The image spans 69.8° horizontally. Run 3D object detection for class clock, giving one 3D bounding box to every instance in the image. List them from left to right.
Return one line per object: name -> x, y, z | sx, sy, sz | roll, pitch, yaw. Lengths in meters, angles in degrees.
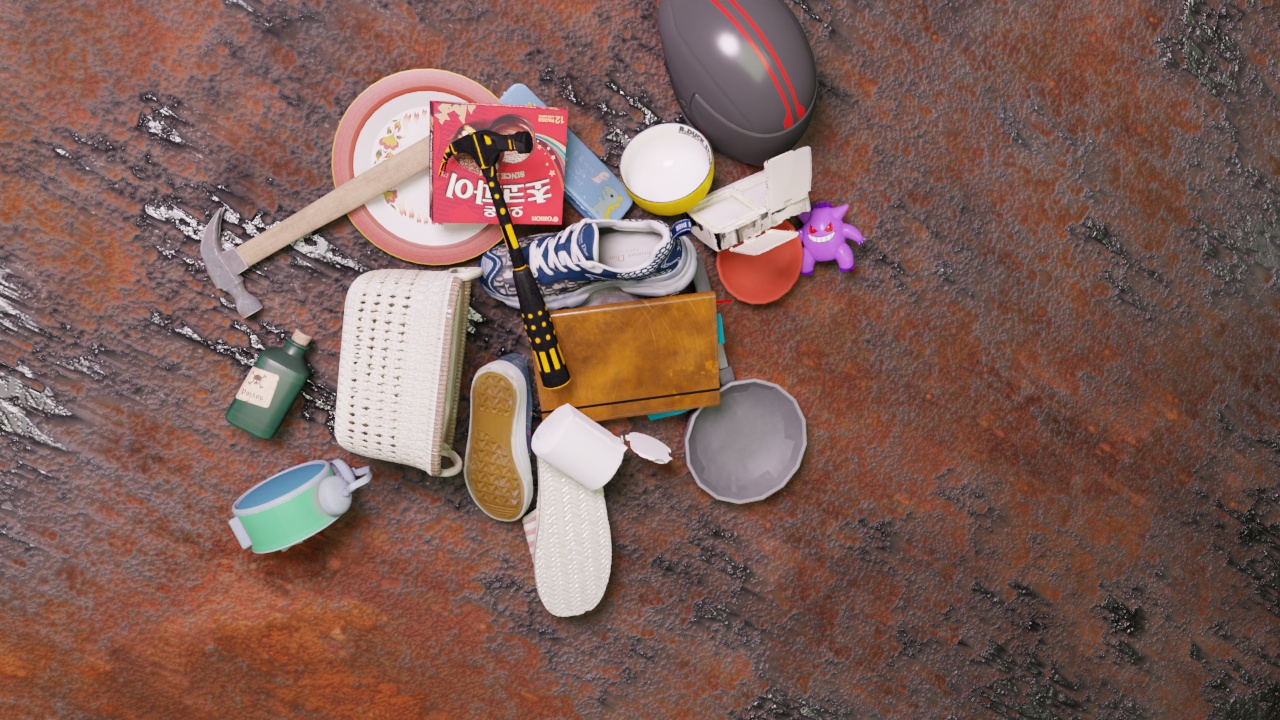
clock -> -0.399, 0.170, 1.102 | 0.161, 0.122, 0.075 | -22, 106, -5

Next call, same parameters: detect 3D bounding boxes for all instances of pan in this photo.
pan -> 0.117, 0.026, 1.250 | 0.178, 0.041, 0.357 | -19, 106, -10

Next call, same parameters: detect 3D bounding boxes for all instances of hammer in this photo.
hammer -> -0.358, -0.179, 1.067 | 0.331, 0.030, 0.119 | -29, 107, 2
hammer -> -0.141, -0.107, 1.055 | 0.123, 0.036, 0.321 | -1, 120, 25

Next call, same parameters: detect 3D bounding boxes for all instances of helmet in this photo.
helmet -> 0.123, -0.351, 1.102 | 0.164, 0.170, 0.265 | -39, 108, -4

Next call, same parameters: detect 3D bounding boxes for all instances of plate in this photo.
plate -> -0.248, -0.229, 1.096 | 0.229, 0.021, 0.230 | -3, 110, -8

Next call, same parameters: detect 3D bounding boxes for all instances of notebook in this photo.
notebook -> -0.009, 0.006, 1.166 | 0.249, 0.014, 0.179 | -7, 120, -3

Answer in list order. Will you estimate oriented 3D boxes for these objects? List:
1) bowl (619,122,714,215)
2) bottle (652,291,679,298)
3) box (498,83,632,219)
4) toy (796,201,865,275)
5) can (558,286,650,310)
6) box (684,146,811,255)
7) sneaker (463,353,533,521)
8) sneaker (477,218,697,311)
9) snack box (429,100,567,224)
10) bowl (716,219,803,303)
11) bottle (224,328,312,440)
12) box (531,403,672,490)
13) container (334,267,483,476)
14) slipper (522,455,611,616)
bowl -> 0.037, -0.230, 1.149 | 0.117, 0.068, 0.117 | -5, 67, 11
bottle -> 0.033, -0.089, 1.205 | 0.036, 0.036, 0.110 | -11, 105, -12
box -> -0.094, -0.250, 1.131 | 0.209, 0.049, 0.066 | 44, 85, -19
toy -> 0.248, -0.167, 1.235 | 0.106, 0.055, 0.088 | -3, 112, 21
can -> -0.044, -0.045, 1.191 | 0.130, 0.044, 0.130 | -3, 103, -14
box -> 0.144, -0.201, 1.133 | 0.145, 0.186, 0.095 | -27, 108, -15
sneaker -> -0.176, 0.096, 1.177 | 0.087, 0.079, 0.236 | 8, 119, 9
sneaker -> -0.068, -0.128, 1.090 | 0.269, 0.132, 0.103 | -4, 76, 3
snack box -> -0.166, -0.229, 1.069 | 0.152, 0.036, 0.133 | -2, 111, -20
bowl -> 0.154, -0.138, 1.227 | 0.122, 0.035, 0.122 | -3, 103, -14
bottle -> -0.433, 0.023, 1.094 | 0.061, 0.061, 0.131 | 31, 93, -16
box -> -0.047, 0.113, 1.166 | 0.162, 0.084, 0.112 | 39, 94, -23
container -> -0.269, 0.005, 1.078 | 0.143, 0.184, 0.246 | 7, 99, -6
slipper -> -0.100, 0.207, 1.230 | 0.115, 0.052, 0.263 | -2, 92, -11
